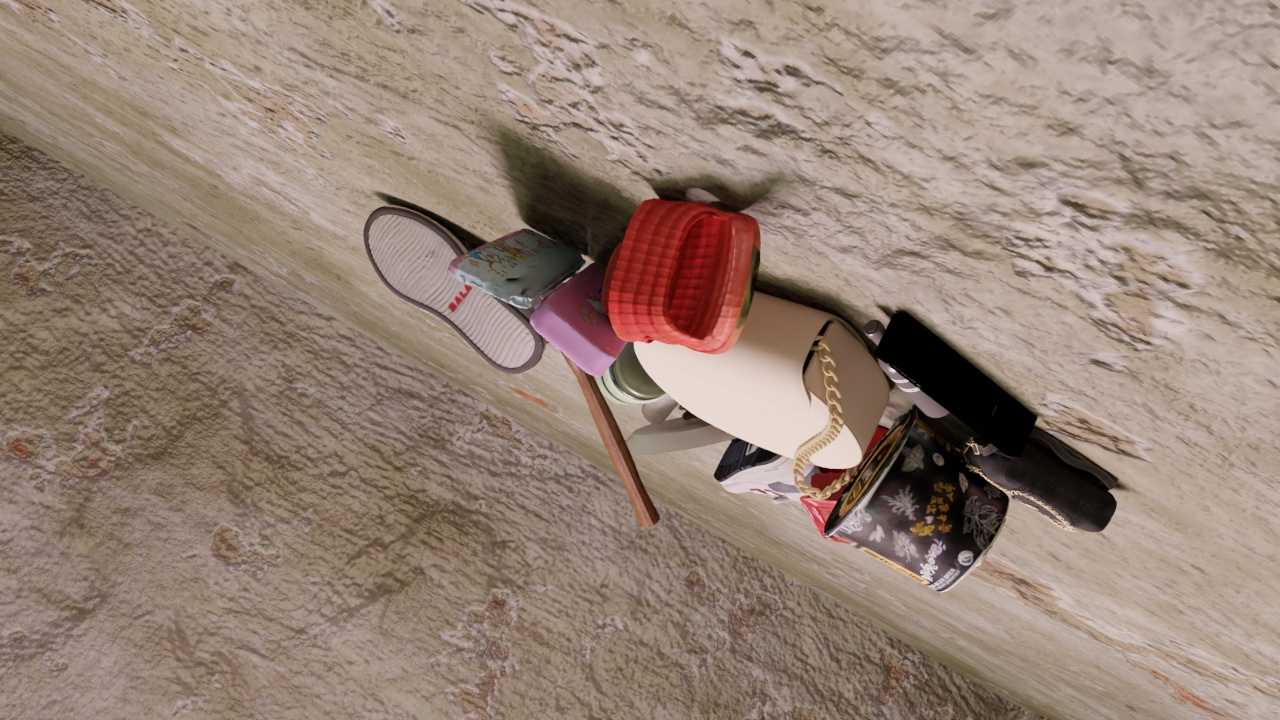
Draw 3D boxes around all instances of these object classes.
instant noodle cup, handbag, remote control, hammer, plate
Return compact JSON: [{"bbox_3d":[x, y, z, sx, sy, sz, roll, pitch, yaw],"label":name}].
[{"bbox_3d":[0.244,0.128,0.802,0.112,0.137,0.137,35,169,7],"label":"instant noodle cup"},{"bbox_3d":[0.098,0.018,0.784,0.211,0.103,0.208,20,162,29],"label":"handbag"},{"bbox_3d":[0.320,0.094,0.742,0.128,0.054,0.079,29,180,-15],"label":"handbag"},{"bbox_3d":[0.227,0.019,0.654,0.150,0.034,0.013,34,168,-22],"label":"remote control"},{"bbox_3d":[-0.050,0.039,0.986,0.323,0.033,0.115,67,171,-17],"label":"hammer"},{"bbox_3d":[0.055,0.085,1.128,0.188,0.016,0.188,-10,-176,1],"label":"plate"}]

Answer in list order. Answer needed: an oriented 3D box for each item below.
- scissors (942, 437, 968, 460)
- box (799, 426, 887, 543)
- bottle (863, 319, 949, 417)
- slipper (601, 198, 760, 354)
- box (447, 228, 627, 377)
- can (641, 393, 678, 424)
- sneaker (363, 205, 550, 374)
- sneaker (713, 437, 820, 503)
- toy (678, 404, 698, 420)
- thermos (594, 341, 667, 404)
[{"bbox_3d":[0.335,0.109,0.823,0.148,0.019,0.124,38,166,-29],"label":"scissors"},{"bbox_3d":[0.249,0.129,0.958,0.134,0.110,0.157,10,158,25],"label":"box"},{"bbox_3d":[0.195,0.004,0.671,0.030,0.030,0.113,15,162,50],"label":"bottle"},{"bbox_3d":[0.009,-0.062,0.650,0.059,0.103,0.249,15,-179,-22],"label":"slipper"},{"bbox_3d":[-0.070,-0.060,0.784,0.151,0.035,0.213,32,-163,-1],"label":"box"},{"bbox_3d":[0.034,0.039,1.085,0.032,0.032,0.095,30,137,-6],"label":"can"},{"bbox_3d":[-0.204,-0.092,1.078,0.263,0.097,0.128,39,-165,4],"label":"sneaker"},{"bbox_3d":[0.181,0.143,1.144,0.124,0.088,0.240,32,164,-5],"label":"sneaker"},{"bbox_3d":[0.076,0.048,1.099,0.102,0.041,0.055,-10,102,57],"label":"toy"},{"bbox_3d":[-0.006,0.006,0.983,0.082,0.082,0.231,30,175,-4],"label":"thermos"}]
